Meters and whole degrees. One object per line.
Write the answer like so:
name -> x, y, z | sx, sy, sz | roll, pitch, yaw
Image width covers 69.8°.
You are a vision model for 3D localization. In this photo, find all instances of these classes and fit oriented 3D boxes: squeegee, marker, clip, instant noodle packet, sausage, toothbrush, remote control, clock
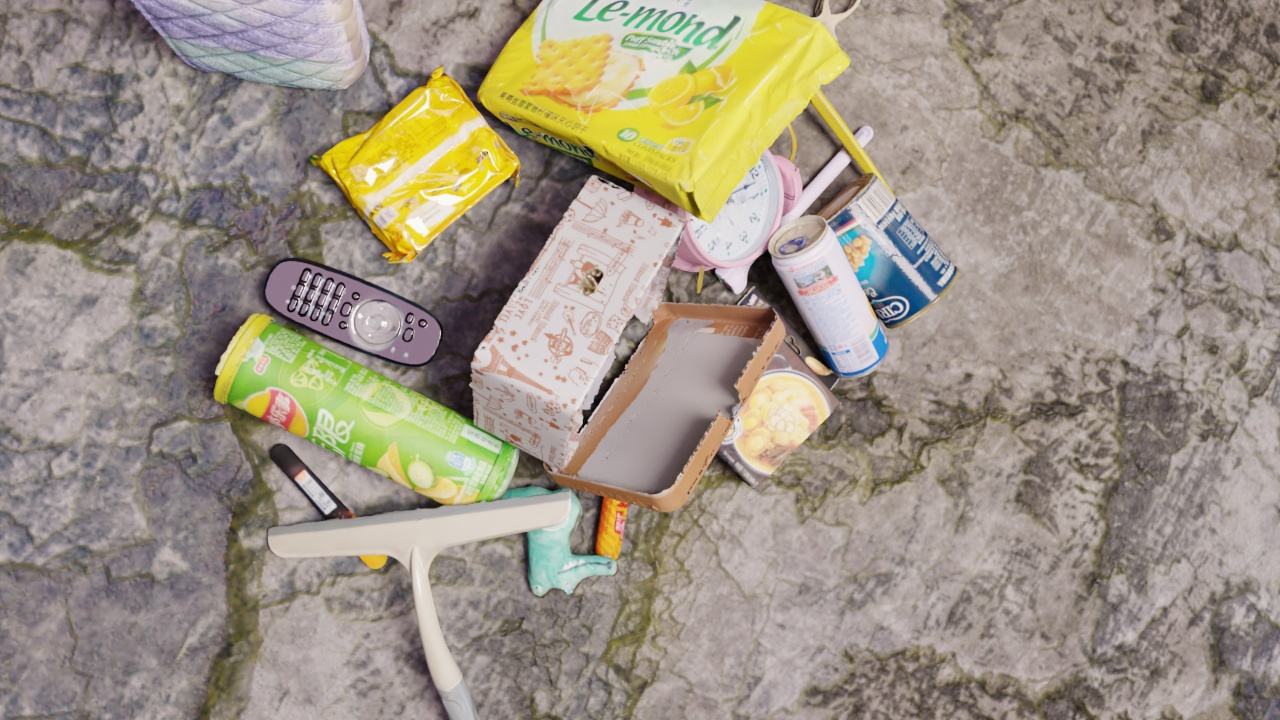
squeegee -> -0.146, 0.230, 0.693 | 0.247, 0.039, 0.247 | -8, 106, 13
marker -> -0.240, 0.112, 0.709 | 0.018, 0.015, 0.124 | -42, 96, -9
clip -> 0.159, -0.266, 0.772 | 0.104, 0.035, 0.083 | -40, 95, -16
instant noodle packet -> -0.169, -0.146, 0.703 | 0.128, 0.044, 0.111 | -39, 91, -12
sausage -> -0.016, 0.087, 0.748 | 0.021, 0.021, 0.165 | 9, 89, -11
toothbrush -> 0.135, -0.131, 0.776 | 0.029, 0.021, 0.189 | 44, 81, -7
toothbrush -> 0.194, -0.154, 0.775 | 0.016, 0.016, 0.190 | -43, 107, -5
remote control -> -0.219, -0.036, 0.704 | 0.136, 0.024, 0.053 | 23, 85, -12
clock -> 0.069, -0.139, 0.723 | 0.158, 0.060, 0.117 | -49, 125, -18

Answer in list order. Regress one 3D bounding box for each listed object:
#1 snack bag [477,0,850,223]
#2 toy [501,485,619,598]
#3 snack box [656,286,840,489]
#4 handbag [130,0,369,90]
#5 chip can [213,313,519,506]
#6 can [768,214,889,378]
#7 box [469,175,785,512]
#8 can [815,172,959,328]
snack bag -> 0.005, -0.201, 0.668 | 0.246, 0.068, 0.158 | 32, 77, 30
toy -> -0.065, 0.146, 0.732 | 0.096, 0.030, 0.092 | 0, 94, 9
snack box -> 0.094, 0.021, 0.758 | 0.125, 0.053, 0.113 | -45, 99, -2
handbag -> -0.256, -0.247, 0.607 | 0.134, 0.194, 0.075 | 5, 87, -11
chip can -> -0.199, 0.046, 0.686 | 0.221, 0.072, 0.072 | 28, 85, -10
can -> 0.152, -0.050, 0.737 | 0.053, 0.053, 0.134 | -40, 122, -8
box -> -0.002, 0.005, 0.661 | 0.178, 0.153, 0.182 | 26, 64, 6
can -> 0.198, -0.092, 0.760 | 0.075, 0.075, 0.111 | -44, 98, -8
